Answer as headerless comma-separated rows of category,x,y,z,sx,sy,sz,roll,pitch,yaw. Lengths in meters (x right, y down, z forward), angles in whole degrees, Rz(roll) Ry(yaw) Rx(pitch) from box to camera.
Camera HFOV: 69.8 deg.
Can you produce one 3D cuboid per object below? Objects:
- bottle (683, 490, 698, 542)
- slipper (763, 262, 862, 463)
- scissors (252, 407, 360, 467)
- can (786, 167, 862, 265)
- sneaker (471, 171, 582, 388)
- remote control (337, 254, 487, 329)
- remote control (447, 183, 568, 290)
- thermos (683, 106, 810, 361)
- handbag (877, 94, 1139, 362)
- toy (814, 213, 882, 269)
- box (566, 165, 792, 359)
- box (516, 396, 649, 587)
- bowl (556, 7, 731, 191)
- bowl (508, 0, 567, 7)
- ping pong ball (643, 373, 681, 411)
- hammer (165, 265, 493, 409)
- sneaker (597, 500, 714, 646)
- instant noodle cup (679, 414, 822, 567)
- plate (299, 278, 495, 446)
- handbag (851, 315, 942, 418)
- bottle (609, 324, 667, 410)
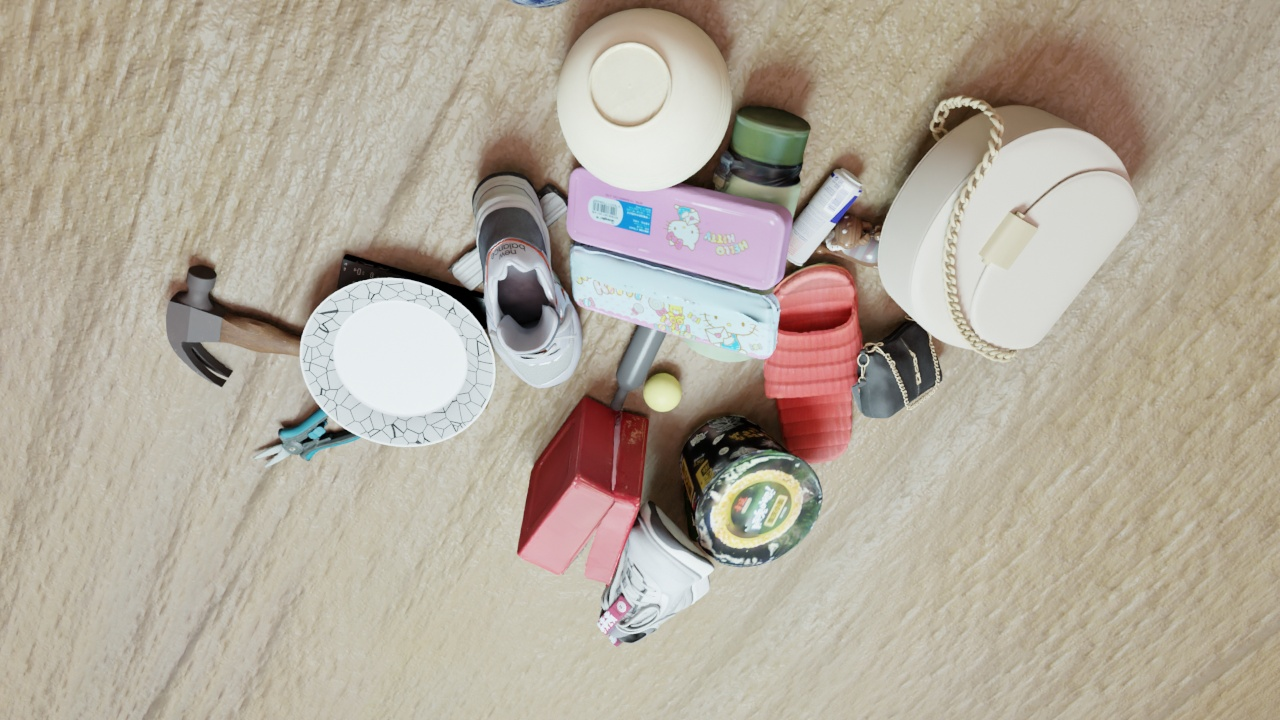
bottle,0.062,0.161,1.042,0.025,0.025,0.106,-6,121,3
slipper,0.178,0.018,0.935,0.103,0.059,0.249,-4,124,5
scissors,-0.349,0.077,0.987,0.123,0.019,0.148,17,125,-16
can,0.167,-0.134,0.859,0.032,0.032,0.095,29,117,-17
sneaker,-0.105,-0.041,0.843,0.089,0.124,0.240,-13,128,-1
remote control,-0.220,-0.067,0.904,0.150,0.013,0.034,16,120,-10
remote control,-0.125,-0.117,0.876,0.137,0.013,0.033,-35,116,20
thermos,0.094,-0.115,0.842,0.082,0.082,0.232,8,122,-6
handbag,0.323,-0.117,0.828,0.208,0.103,0.211,18,115,-29
toy,0.220,-0.106,0.873,0.102,0.041,0.055,16,143,-1
box,0.029,-0.088,0.831,0.214,0.034,0.151,17,126,23
box,-0.057,0.129,0.946,0.110,0.157,0.134,20,118,-7
bowl,-0.003,-0.217,0.747,0.151,0.075,0.151,1,96,9
bowl,-0.085,-0.334,0.724,0.114,0.045,0.114,0,121,-1
ping pong ball,0.023,0.033,0.954,0.040,0.040,0.040,0,121,-1
hammer,-0.310,-0.003,0.933,0.323,0.033,0.115,15,118,-11
sneaker,0.004,0.236,0.972,0.128,0.097,0.263,-42,159,-16
instant noodle cup,0.104,0.129,0.962,0.137,0.112,0.137,-7,116,-14
plate,-0.239,0.002,0.911,0.188,0.016,0.189,-1,119,-2
handbag,0.252,0.005,0.911,0.054,0.128,0.079,3,113,48
bottle,-0.006,0.006,0.942,0.030,0.030,0.113,19,119,-12
